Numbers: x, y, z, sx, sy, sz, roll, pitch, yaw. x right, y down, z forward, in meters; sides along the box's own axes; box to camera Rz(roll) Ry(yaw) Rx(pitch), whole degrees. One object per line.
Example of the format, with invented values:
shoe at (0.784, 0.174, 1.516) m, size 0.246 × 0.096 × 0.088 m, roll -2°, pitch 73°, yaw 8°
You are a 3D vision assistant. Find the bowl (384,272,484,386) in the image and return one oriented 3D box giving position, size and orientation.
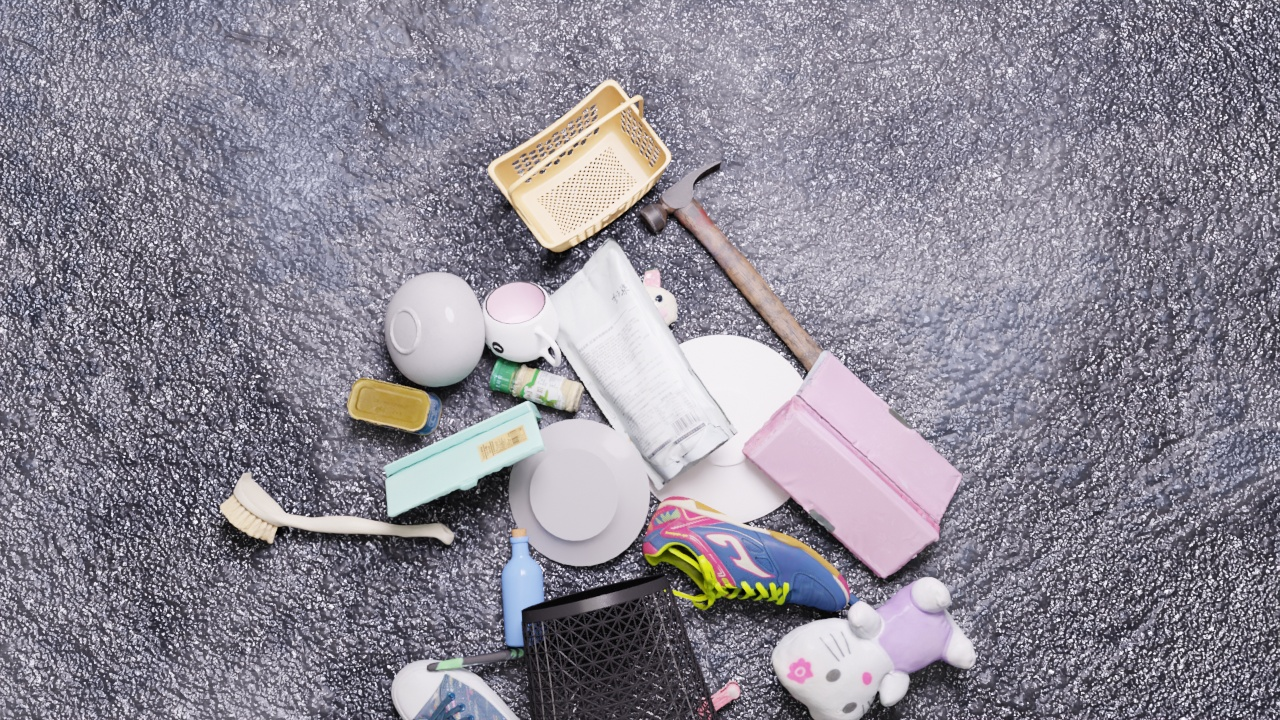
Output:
bowl at (-0.249, -0.035, 1.064) m, size 0.132 × 0.064 × 0.132 m, roll 3°, pitch 95°, yaw 38°

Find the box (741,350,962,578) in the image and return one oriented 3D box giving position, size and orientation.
box at (0.252, 0.121, 1.056) m, size 0.233 × 0.075 × 0.172 m, roll 41°, pitch 85°, yaw -4°

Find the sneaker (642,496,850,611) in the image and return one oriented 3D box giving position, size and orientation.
sneaker at (0.117, 0.245, 1.048) m, size 0.242 × 0.116 × 0.090 m, roll 23°, pitch 56°, yaw 7°

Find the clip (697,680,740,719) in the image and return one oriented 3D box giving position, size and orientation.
clip at (0.090, 0.392, 1.055) m, size 0.059 × 0.041 × 0.023 m, roll -37°, pitch 81°, yaw -8°

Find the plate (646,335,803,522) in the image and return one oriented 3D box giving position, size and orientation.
plate at (0.099, 0.081, 1.096) m, size 0.229 × 0.030 × 0.229 m, roll 0°, pitch 83°, yaw 1°

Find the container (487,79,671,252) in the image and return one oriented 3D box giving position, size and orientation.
container at (-0.068, -0.222, 1.066) m, size 0.183 × 0.167 × 0.129 m, roll -36°, pitch 84°, yaw -4°

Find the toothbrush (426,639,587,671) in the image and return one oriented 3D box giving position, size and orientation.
toothbrush at (-0.151, 0.340, 1.059) m, size 0.188 × 0.017 × 0.014 m, roll -6°, pitch 66°, yaw -11°

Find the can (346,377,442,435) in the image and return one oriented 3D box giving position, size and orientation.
can at (-0.292, 0.055, 1.090) m, size 0.100 × 0.059 × 0.054 m, roll 12°, pitch 83°, yaw 3°

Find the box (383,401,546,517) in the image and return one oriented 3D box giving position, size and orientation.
box at (-0.201, 0.106, 1.048) m, size 0.187 × 0.138 × 0.056 m, roll -25°, pitch 100°, yaw -3°

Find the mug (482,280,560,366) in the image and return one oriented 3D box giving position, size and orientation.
mug at (-0.131, -0.033, 1.076) m, size 0.090 × 0.076 × 0.124 m, roll -34°, pitch 55°, yaw -24°

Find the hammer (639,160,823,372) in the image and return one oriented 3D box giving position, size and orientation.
hammer at (0.147, -0.091, 1.117) m, size 0.120 × 0.033 × 0.330 m, roll -39°, pitch 85°, yaw -5°

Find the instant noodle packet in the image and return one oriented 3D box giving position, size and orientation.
instant noodle packet at (-0.006, 0.006, 1.071) m, size 0.147 × 0.057 × 0.269 m, roll -39°, pitch 77°, yaw 30°

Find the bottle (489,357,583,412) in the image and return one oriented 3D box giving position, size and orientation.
bottle at (-0.124, 0.030, 1.100) m, size 0.110 × 0.043 × 0.042 m, roll 17°, pitch 83°, yaw 1°

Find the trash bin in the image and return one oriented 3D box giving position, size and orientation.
trash bin at (-0.022, 0.368, 0.975) m, size 0.217 × 0.217 × 0.243 m, roll -13°, pitch 81°, yaw -1°

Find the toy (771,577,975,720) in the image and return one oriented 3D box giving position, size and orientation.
toy at (0.255, 0.321, 1.025) m, size 0.209 × 0.085 × 0.138 m, roll -27°, pitch 108°, yaw 3°

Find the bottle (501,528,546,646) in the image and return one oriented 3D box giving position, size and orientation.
bottle at (-0.137, 0.262, 1.068) m, size 0.048 × 0.048 × 0.131 m, roll -5°, pitch 83°, yaw 0°

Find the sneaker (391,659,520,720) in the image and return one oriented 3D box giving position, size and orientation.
sneaker at (-0.182, 0.424, 1.034) m, size 0.235 × 0.079 × 0.087 m, roll 36°, pitch 85°, yaw 4°

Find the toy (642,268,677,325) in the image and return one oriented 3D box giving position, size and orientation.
toy at (0.001, -0.058, 1.108) m, size 0.087 × 0.050 × 0.112 m, roll -2°, pitch 78°, yaw 1°

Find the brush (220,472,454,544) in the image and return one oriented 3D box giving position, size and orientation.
brush at (-0.355, 0.189, 1.081) m, size 0.272 × 0.062 × 0.077 m, roll 10°, pitch 99°, yaw -2°

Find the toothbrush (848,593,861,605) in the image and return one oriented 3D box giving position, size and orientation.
toothbrush at (0.259, 0.289, 1.076) m, size 0.190 × 0.017 × 0.016 m, roll 39°, pitch 85°, yaw 5°

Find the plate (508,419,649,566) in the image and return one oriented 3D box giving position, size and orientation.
plate at (-0.076, 0.155, 1.074) m, size 0.173 × 0.019 × 0.173 m, roll 0°, pitch 89°, yaw 13°
